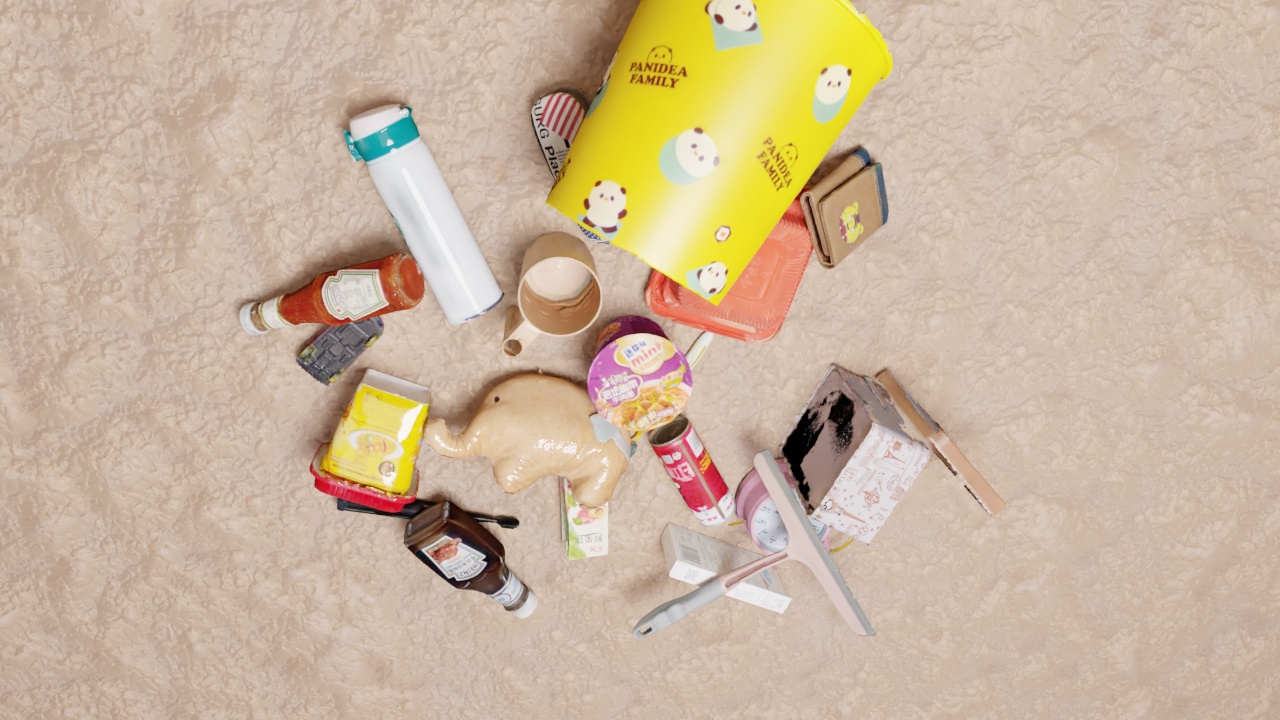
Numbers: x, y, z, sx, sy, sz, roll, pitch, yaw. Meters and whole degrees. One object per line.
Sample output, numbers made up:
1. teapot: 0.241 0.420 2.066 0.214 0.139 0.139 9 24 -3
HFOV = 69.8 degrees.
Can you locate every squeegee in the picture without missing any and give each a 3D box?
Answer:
1. squeegee: 0.099 0.259 1.060 0.250 0.040 0.247 -29 95 10

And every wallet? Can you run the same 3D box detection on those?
1. wallet: 0.213 -0.158 0.951 0.115 0.033 0.090 -38 119 -35

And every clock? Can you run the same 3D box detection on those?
1. clock: 0.194 0.190 1.122 0.158 0.059 0.117 22 110 -17

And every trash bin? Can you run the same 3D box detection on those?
1. trash bin: 0.057 -0.203 0.817 0.229 0.229 0.255 29 96 -17

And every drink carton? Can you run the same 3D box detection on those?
1. drink carton: -0.067 0.174 1.095 0.053 0.045 0.123 -7 116 -15

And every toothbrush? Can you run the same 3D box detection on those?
1. toothbrush: -0.250 0.180 1.091 0.212 0.026 0.027 10 146 -12
2. toothbrush: 0.029 0.044 1.063 0.016 0.018 0.192 29 108 -19

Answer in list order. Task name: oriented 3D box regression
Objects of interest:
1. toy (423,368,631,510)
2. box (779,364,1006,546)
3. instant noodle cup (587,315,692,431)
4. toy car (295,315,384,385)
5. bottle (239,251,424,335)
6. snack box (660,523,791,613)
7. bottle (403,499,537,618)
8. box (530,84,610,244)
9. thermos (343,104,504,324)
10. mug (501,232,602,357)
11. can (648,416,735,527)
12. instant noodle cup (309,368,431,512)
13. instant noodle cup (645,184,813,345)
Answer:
1. toy: -0.120 0.079 1.011 0.226 0.143 0.083 13 153 -10
2. box: 0.289 0.113 1.035 0.192 0.182 0.156 27 109 -13
3. instant noodle cup: -0.006 0.006 0.999 0.111 0.099 0.112 -3 113 -6
4. toy car: -0.322 -0.020 0.991 0.106 0.031 0.049 -41 112 16
5. bottle: -0.319 -0.061 0.938 0.206 0.059 0.060 -11 116 20
6. snack box: 0.103 0.254 1.126 0.156 0.084 0.027 22 108 -14
7. bottle: -0.195 0.246 1.101 0.080 0.044 0.195 -31 123 14
8. box: -0.059 -0.189 0.919 0.075 0.080 0.163 -20 117 9
9. thermos: -0.219 -0.148 0.928 0.073 0.073 0.224 -23 113 4
10. mug: -0.097 -0.068 0.955 0.084 0.103 0.125 40 104 -20
11. can: 0.063 0.133 1.086 0.053 0.053 0.133 -28 113 6
12. instant noodle cup: -0.285 0.084 1.004 0.116 0.116 0.124 20 99 -14
13. instant noodle cup: 0.104 -0.105 0.974 0.164 0.079 0.189 13 113 -11
